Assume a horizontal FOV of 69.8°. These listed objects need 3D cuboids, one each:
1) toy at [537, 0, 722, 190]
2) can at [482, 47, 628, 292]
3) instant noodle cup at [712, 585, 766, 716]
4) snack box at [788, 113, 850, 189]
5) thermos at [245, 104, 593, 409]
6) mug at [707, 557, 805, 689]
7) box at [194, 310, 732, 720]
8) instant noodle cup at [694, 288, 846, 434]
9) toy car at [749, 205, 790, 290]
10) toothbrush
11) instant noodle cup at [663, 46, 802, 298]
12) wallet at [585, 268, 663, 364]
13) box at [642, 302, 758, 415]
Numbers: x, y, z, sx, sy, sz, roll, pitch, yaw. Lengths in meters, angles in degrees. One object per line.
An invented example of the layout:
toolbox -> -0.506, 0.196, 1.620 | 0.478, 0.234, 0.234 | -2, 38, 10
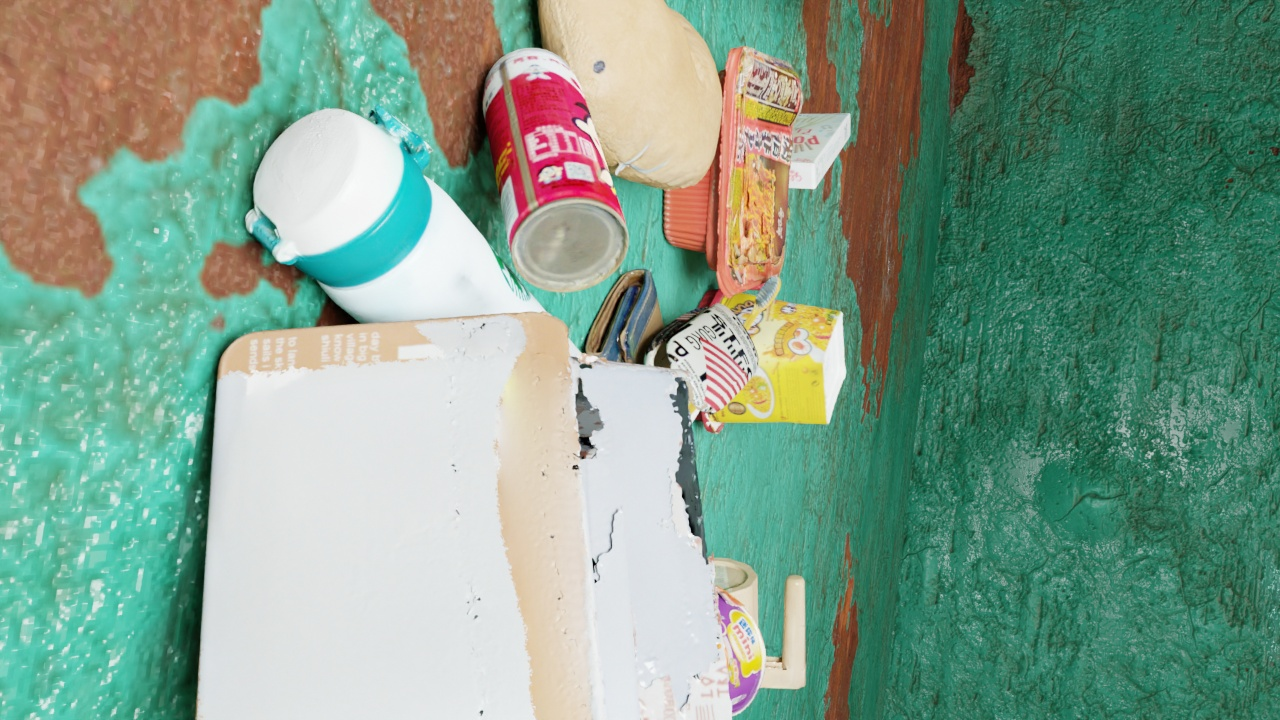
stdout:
toy -> -0.013, -0.179, 0.548 | 0.225, 0.083, 0.143 | 17, 59, -64
can -> -0.045, -0.097, 0.446 | 0.053, 0.053, 0.132 | 66, 5, -49
instant noodle cup -> 0.026, 0.238, 0.713 | 0.099, 0.112, 0.111 | -1, 97, -57
snack box -> 0.147, -0.207, 0.892 | 0.156, 0.085, 0.027 | -51, 142, -51
thermos -> -0.085, -0.026, 0.425 | 0.224, 0.073, 0.073 | 54, 47, -57
mug -> 0.085, 0.240, 0.817 | 0.084, 0.125, 0.103 | -62, 152, -77
box -> -0.077, 0.090, 0.366 | 0.157, 0.192, 0.182 | 131, -40, -54
instant noodle cup -> 0.112, 0.001, 0.816 | 0.115, 0.124, 0.116 | -59, 147, -44
toy car -> 0.113, -0.119, 0.882 | 0.031, 0.049, 0.106 | 35, 65, -65
toothbrush -> 0.060, 0.009, 0.750 | 0.191, 0.016, 0.018 | -56, 160, -5
instant noodle cup -> 0.075, -0.152, 0.749 | 0.164, 0.079, 0.189 | -22, 116, -64
wallet -> -0.004, 0.004, 0.669 | 0.115, 0.033, 0.090 | 77, 29, -45
box -> 0.032, 0.001, 0.669 | 0.075, 0.081, 0.163 | 61, 25, -5
